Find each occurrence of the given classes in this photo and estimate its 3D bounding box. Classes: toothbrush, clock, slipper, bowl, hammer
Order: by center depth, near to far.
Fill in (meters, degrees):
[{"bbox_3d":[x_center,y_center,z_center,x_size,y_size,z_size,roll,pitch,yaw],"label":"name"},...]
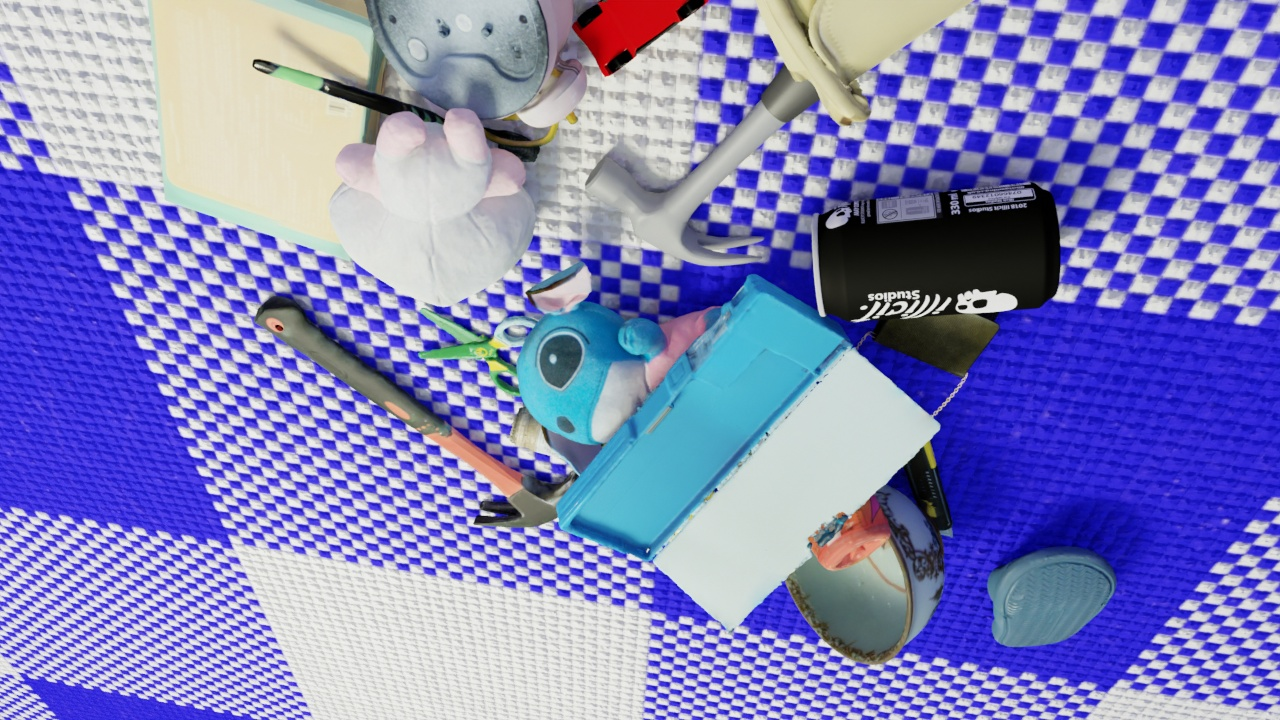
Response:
[{"bbox_3d":[-0.092,-0.193,0.547,0.117,0.058,0.158,8,136,24],"label":"clock"},{"bbox_3d":[0.101,-0.167,0.563,0.125,0.029,0.312,34,130,-19],"label":"hammer"},{"bbox_3d":[-0.152,-0.160,0.594,0.187,0.017,0.014,12,135,-26],"label":"toothbrush"},{"bbox_3d":[0.205,0.170,0.800,0.093,0.160,0.160,-15,144,-30],"label":"bowl"},{"bbox_3d":[-0.202,0.052,0.841,0.133,0.033,0.333,-31,119,35],"label":"hammer"},{"bbox_3d":[0.372,0.214,0.846,0.104,0.059,0.214,-10,144,10],"label":"slipper"}]

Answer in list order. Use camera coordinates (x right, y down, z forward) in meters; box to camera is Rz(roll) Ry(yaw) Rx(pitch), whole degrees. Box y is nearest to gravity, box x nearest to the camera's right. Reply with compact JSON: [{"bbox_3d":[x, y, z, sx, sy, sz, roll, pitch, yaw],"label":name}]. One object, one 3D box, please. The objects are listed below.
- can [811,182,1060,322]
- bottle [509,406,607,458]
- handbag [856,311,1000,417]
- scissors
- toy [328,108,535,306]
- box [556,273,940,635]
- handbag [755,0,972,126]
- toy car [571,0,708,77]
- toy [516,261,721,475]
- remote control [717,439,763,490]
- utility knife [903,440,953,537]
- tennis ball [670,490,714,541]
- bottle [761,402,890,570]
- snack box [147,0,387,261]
[{"bbox_3d":[0.190,-0.069,0.600,0.146,0.080,0.080,-4,132,16],"label":"can"},{"bbox_3d":[-0.059,0.070,0.815,0.110,0.042,0.043,13,134,0],"label":"bottle"},{"bbox_3d":[0.198,0.016,0.710,0.084,0.027,0.178,23,131,1],"label":"handbag"},{"bbox_3d":[-0.128,-0.013,0.772,0.127,0.011,0.123,34,129,-21],"label":"scissors"},{"bbox_3d":[-0.136,-0.105,0.604,0.138,0.101,0.180,0,156,-12],"label":"toy"},{"bbox_3d":[0.073,0.072,0.680,0.175,0.059,0.244,35,114,-10],"label":"box"},{"bbox_3d":[0.144,-0.235,0.415,0.233,0.088,0.191,-32,121,20],"label":"handbag"},{"bbox_3d":[0.000,-0.208,0.547,0.090,0.025,0.038,-29,104,28],"label":"toy car"},{"bbox_3d":[-0.004,0.004,0.704,0.191,0.098,0.224,0,134,4],"label":"toy"},{"bbox_3d":[0.092,0.105,0.824,0.050,0.022,0.133,-17,130,-1],"label":"remote control"},{"bbox_3d":[0.246,0.102,0.794,0.029,0.020,0.175,-11,131,24],"label":"utility knife"},{"bbox_3d":[0.039,0.135,0.838,0.065,0.065,0.065,6,134,7],"label":"tennis ball"},{"bbox_3d":[0.142,0.096,0.735,0.048,0.134,0.072,-4,143,-34],"label":"bottle"},{"bbox_3d":[-0.254,-0.170,0.627,0.141,0.044,0.194,18,134,-6],"label":"snack box"}]
